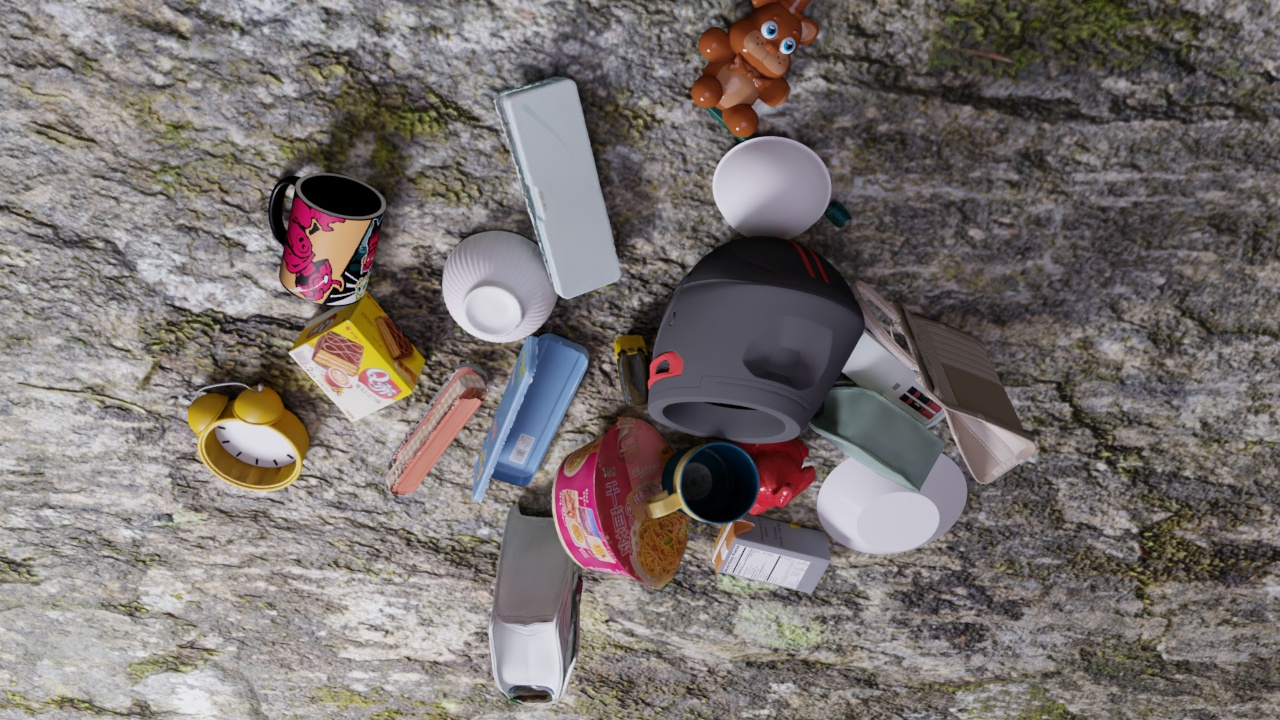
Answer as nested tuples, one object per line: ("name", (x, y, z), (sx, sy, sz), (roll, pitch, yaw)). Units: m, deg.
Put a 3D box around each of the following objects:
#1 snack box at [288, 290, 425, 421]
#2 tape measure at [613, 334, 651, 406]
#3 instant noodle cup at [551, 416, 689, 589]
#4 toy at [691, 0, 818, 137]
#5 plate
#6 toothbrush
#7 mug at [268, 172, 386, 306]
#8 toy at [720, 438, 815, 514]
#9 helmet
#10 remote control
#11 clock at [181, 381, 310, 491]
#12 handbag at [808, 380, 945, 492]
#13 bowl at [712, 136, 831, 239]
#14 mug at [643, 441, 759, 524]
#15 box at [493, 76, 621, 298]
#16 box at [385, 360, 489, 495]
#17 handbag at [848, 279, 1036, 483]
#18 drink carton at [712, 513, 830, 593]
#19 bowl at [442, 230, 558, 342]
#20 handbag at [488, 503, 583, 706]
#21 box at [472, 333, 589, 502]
("snack box", (-0.293, -0.003, 0.957), (0.084, 0.061, 0.106), (-25, 120, 17))
("tape measure", (-0.006, 0.006, 0.952), (0.037, 0.064, 0.066), (-8, 114, -1))
("instant noodle cup", (-0.026, 0.157, 1.001), (0.078, 0.178, 0.179), (-15, 123, 31))
("toy", (0.101, -0.259, 0.774), (0.095, 0.065, 0.128), (30, 115, -24))
("plate", (0.296, 0.176, 1.070), (0.174, 0.036, 0.174), (1, 124, 1))
("toothbrush", (0.126, -0.185, 0.847), (0.189, 0.016, 0.017), (36, 135, -20))
("mug", (-0.307, -0.124, 0.875), (0.118, 0.081, 0.098), (33, 123, 13))
("toy", (0.130, 0.113, 0.986), (0.088, 0.132, 0.094), (-39, 106, 13))
("helmet", (0.104, -0.026, 0.853), (0.164, 0.169, 0.265), (17, 165, -15))
("remote control", (0.273, 0.025, 0.977), (0.143, 0.024, 0.050), (33, 119, -18))
("clock", (-0.438, 0.084, 1.029), (0.113, 0.052, 0.152), (-9, 127, 8))
("handbag", (0.245, 0.075, 0.969), (0.122, 0.106, 0.067), (33, 84, -19))
("bowl", (0.119, -0.147, 0.844), (0.110, 0.040, 0.110), (8, 134, 8))
("mug", (0.056, 0.133, 0.964), (0.113, 0.107, 0.083), (-23, 90, -12))
("box", (-0.070, -0.158, 0.848), (0.083, 0.066, 0.199), (-12, 118, 7))
("box", (-0.227, 0.074, 1.029), (0.058, 0.062, 0.189), (19, 124, -41))
("handbag", (0.268, -0.006, 0.870), (0.198, 0.175, 0.062), (39, 117, -19))
("drink carton", (0.156, 0.230, 1.103), (0.125, 0.048, 0.076), (15, 123, -8))
("bowl", (-0.143, -0.063, 0.911), (0.118, 0.062, 0.118), (1, 123, 1))
("handbag", (-0.113, 0.276, 1.056), (0.096, 0.198, 0.142), (-1, 124, 1))
("box", (-0.120, 0.070, 0.998), (0.074, 0.077, 0.210), (18, 123, -14))
